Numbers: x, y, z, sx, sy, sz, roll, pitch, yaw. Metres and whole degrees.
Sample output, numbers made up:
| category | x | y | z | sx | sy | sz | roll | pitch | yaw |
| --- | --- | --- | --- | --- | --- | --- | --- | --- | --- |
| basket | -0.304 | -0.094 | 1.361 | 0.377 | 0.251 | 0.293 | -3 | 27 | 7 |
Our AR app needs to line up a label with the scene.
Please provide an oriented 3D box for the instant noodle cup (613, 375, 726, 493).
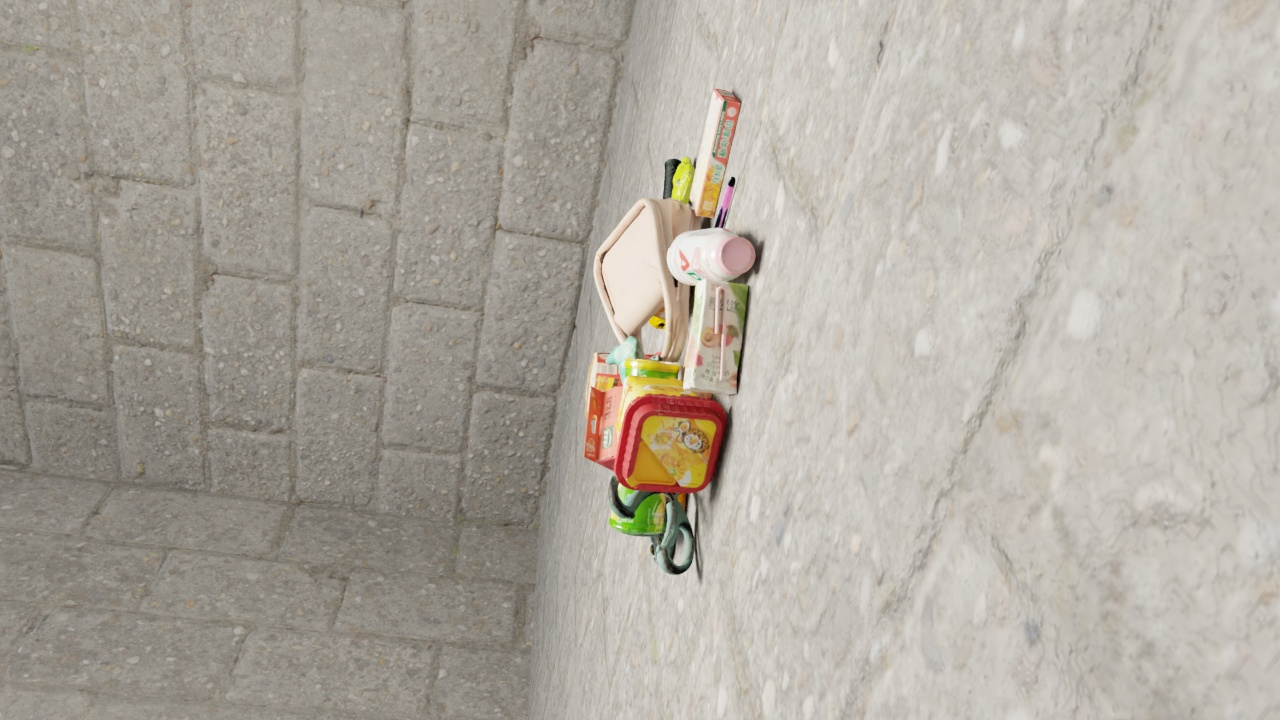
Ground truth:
| category | x | y | z | sx | sy | sz | roll | pitch | yaw |
| --- | --- | --- | --- | --- | --- | --- | --- | --- | --- |
| instant noodle cup | 0.024 | 0.076 | 1.041 | 0.123 | 0.116 | 0.116 | -118 | 36 | -65 |

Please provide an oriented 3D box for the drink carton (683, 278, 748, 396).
| category | x | y | z | sx | sy | sz | roll | pitch | yaw |
| --- | --- | --- | --- | --- | --- | --- | --- | --- | --- |
| drink carton | 0.083 | -0.025 | 0.997 | 0.045 | 0.053 | 0.122 | 162 | 116 | -76 |

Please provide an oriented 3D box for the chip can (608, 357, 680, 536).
| category | x | y | z | sx | sy | sz | roll | pitch | yaw |
| --- | --- | --- | --- | --- | --- | --- | --- | --- | --- |
| chip can | 0.005 | 0.109 | 1.154 | 0.072 | 0.072 | 0.221 | -178 | 93 | -82 |

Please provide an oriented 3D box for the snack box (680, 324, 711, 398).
| category | x | y | z | sx | sy | sz | roll | pitch | yaw |
| --- | --- | --- | --- | --- | --- | --- | --- | --- | --- |
| snack box | 0.075 | -0.005 | 1.117 | 0.084 | 0.026 | 0.157 | -110 | 29 | -72 |

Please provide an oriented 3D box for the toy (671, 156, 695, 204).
| category | x | y | z | sx | sy | sz | roll | pitch | yaw |
| --- | --- | --- | --- | --- | --- | --- | --- | --- | --- |
| toy | 0.067 | -0.273 | 1.419 | 0.097 | 0.031 | 0.100 | 110 | 170 | -53 |

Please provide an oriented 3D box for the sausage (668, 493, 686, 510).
| category | x | y | z | sx | sy | sz | roll | pitch | yaw |
| --- | --- | --- | --- | --- | --- | --- | --- | --- | --- |
| sausage | 0.051 | 0.131 | 1.163 | 0.021 | 0.021 | 0.165 | 123 | 154 | -71 |

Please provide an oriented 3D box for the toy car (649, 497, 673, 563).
| category | x | y | z | sx | sy | sz | roll | pitch | yaw |
| --- | --- | --- | --- | --- | --- | --- | --- | --- | --- |
| toy car | 0.026 | 0.207 | 1.213 | 0.054 | 0.036 | 0.120 | 117 | 150 | -61 |

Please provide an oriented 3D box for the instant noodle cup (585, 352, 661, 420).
| category | x | y | z | sx | sy | sz | roll | pitch | yaw |
| --- | --- | --- | --- | --- | --- | --- | --- | --- | --- |
| instant noodle cup | -0.029 | 0.045 | 1.488 | 0.138 | 0.108 | 0.138 | -173 | 91 | -82 |

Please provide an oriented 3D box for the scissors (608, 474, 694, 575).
| category | x | y | z | sx | sy | sz | roll | pitch | yaw |
| --- | --- | --- | --- | --- | --- | --- | --- | --- | --- |
| scissors | 0.014 | 0.157 | 1.065 | 0.019 | 0.171 | 0.176 | -36 | 28 | 31 |

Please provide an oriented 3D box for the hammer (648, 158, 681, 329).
| category | x | y | z | sx | sy | sz | roll | pitch | yaw |
| --- | --- | --- | --- | --- | --- | --- | --- | --- | --- |
| hammer | 0.044 | -0.191 | 1.487 | 0.129 | 0.033 | 0.300 | 123 | 154 | -68 |

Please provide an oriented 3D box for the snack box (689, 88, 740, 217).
| category | x | y | z | sx | sy | sz | roll | pitch | yaw |
| --- | --- | --- | --- | --- | --- | --- | --- | --- | --- |
| snack box | 0.097 | -0.277 | 1.228 | 0.077 | 0.027 | 0.156 | -99 | 19 | -62 |

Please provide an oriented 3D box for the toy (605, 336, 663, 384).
| category | x | y | z | sx | sy | sz | roll | pitch | yaw |
| --- | --- | --- | --- | --- | --- | --- | --- | --- | --- |
| toy | -0.007 | 0.007 | 1.239 | 0.097 | 0.030 | 0.091 | -41 | 49 | 33 |

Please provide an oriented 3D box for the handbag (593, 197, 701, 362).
| category | x | y | z | sx | sy | sz | roll | pitch | yaw |
| --- | --- | --- | --- | --- | --- | --- | --- | --- | --- |
| handbag | 0.016 | -0.090 | 1.277 | 0.194 | 0.093 | 0.233 | 134 | 136 | -52 |

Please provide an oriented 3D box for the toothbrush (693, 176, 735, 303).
| category | x | y | z | sx | sy | sz | roll | pitch | yaw |
| --- | --- | --- | --- | --- | --- | --- | --- | --- | --- |
| toothbrush | 0.094 | -0.151 | 1.176 | 0.017 | 0.014 | 0.190 | -77 | 1 | -54 |

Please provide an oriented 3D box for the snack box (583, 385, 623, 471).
| category | x | y | z | sx | sy | sz | roll | pitch | yaw |
| --- | --- | --- | --- | --- | --- | --- | --- | --- | --- |
| snack box | -0.020 | 0.104 | 1.323 | 0.044 | 0.127 | 0.113 | -17 | 56 | 35 |

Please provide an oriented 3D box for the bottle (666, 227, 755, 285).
| category | x | y | z | sx | sy | sz | roll | pitch | yaw |
| --- | --- | --- | --- | --- | --- | --- | --- | --- | --- |
| bottle | 0.082 | -0.119 | 1.054 | 0.197 | 0.068 | 0.068 | -153 | 72 | -78 |

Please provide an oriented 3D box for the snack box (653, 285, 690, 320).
| category | x | y | z | sx | sy | sz | roll | pitch | yaw |
| --- | --- | --- | --- | --- | --- | --- | --- | --- | --- |
| snack box | 0.049 | -0.142 | 1.363 | 0.075 | 0.026 | 0.153 | -46 | 34 | 51 |
